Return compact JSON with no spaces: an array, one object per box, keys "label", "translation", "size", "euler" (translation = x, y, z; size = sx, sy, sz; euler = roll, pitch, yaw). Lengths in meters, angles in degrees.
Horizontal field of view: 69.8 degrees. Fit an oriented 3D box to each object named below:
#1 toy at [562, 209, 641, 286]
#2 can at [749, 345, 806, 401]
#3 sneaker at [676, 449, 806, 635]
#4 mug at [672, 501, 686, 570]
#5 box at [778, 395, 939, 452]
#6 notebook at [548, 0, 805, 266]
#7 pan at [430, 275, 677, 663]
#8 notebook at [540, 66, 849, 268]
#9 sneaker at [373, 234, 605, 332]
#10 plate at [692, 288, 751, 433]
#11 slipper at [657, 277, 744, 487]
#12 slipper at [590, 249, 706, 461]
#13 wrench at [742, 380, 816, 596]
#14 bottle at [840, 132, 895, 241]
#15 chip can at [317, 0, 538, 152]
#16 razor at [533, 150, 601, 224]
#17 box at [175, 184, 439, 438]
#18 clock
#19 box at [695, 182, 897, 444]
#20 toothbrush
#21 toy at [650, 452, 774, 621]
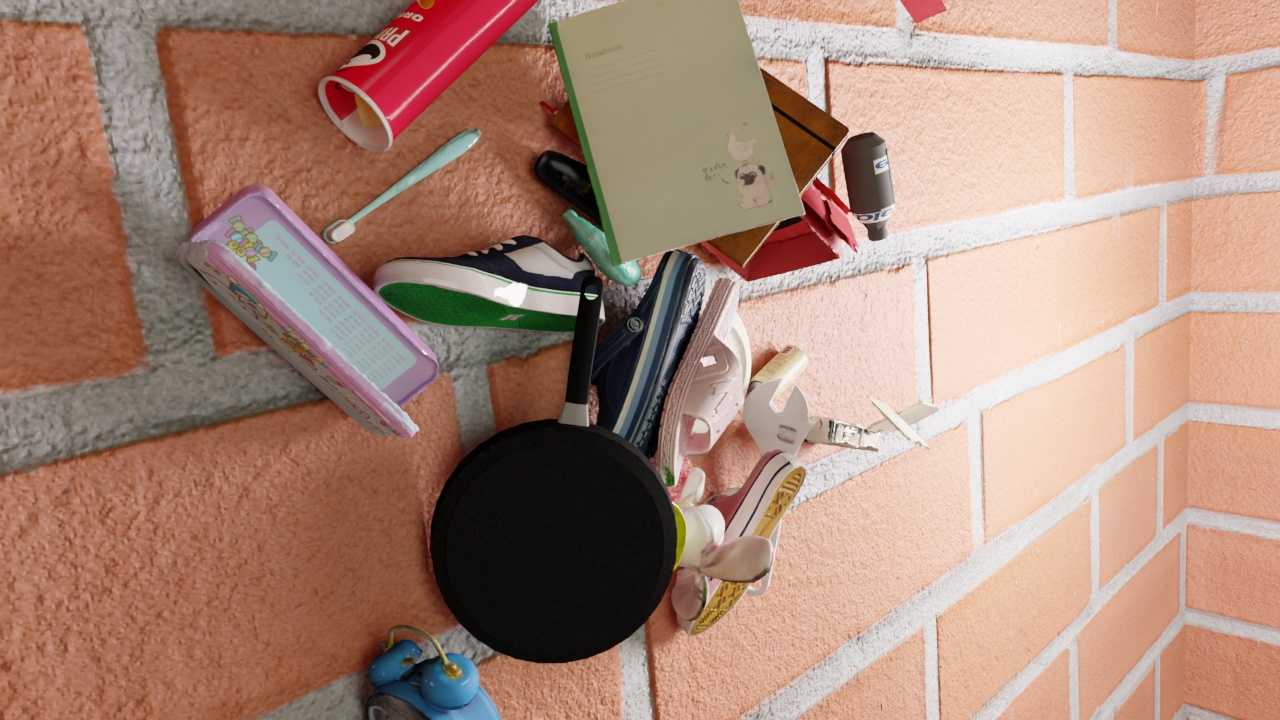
[{"label":"toy","translation":[-0.032,-0.106,0.891],"size":[0.033,0.085,0.105],"euler":[-41,169,11]},{"label":"can","translation":[0.171,0.017,1.137],"size":[0.079,0.038,0.038],"euler":[-40,120,-34]},{"label":"sneaker","translation":[0.096,0.199,1.052],"size":[0.118,0.088,0.241],"euler":[18,103,-55]},{"label":"mug","translation":[-0.019,0.170,0.921],"size":[0.082,0.106,0.082],"euler":[-5,98,-43]},{"label":"box","translation":[0.272,0.075,1.132],"size":[0.143,0.192,0.069],"euler":[13,83,-51]},{"label":"notebook","translation":[0.030,-0.228,0.854],"size":[0.010,0.182,0.252],"euler":[57,18,-79]},{"label":"pan","translation":[-0.067,0.101,0.823],"size":[0.225,0.034,0.356],"euler":[8,96,-8]},{"label":"notebook","translation":[0.053,-0.230,0.867],"size":[0.178,0.249,0.014],"euler":[-51,169,-3]},{"label":"sneaker","translation":[-0.131,-0.077,0.815],"size":[0.234,0.084,0.079],"euler":[5,74,-46]},{"label":"plate","translation":[0.072,0.008,1.044],"size":[0.182,0.034,0.182],"euler":[-5,97,-44]},{"label":"slipper","translation":[0.076,0.020,0.943],"size":[0.094,0.064,0.238],"euler":[79,28,-59]},{"label":"slipper","translation":[-0.005,0.005,0.932],"size":[0.105,0.095,0.252],"euler":[46,63,-76]},{"label":"wrench","translation":[0.149,0.156,1.111],"size":[0.018,0.087,0.273],"euler":[-23,126,-67]},{"label":"bottle","translation":[0.239,-0.179,0.954],"size":[0.046,0.047,0.112],"euler":[-33,118,-37]},{"label":"chip can","translation":[-0.166,-0.270,0.763],"size":[0.220,0.069,0.069],"euler":[-54,127,-26]},{"label":"razor","translation":[-0.041,-0.166,0.913],"size":[0.151,0.067,0.054],"euler":[24,109,-30]},{"label":"box","translation":[-0.249,-0.026,0.700],"size":[0.214,0.077,0.096],"euler":[51,29,-34]},{"label":"clock","translation":[-0.176,0.296,0.776],"size":[0.060,0.117,0.161],"euler":[-35,122,-48]},{"label":"box","translation":[0.127,-0.075,0.934],"size":[0.213,0.153,0.324],"euler":[31,42,-43]},{"label":"toothbrush","translation":[-0.198,-0.152,0.781],"size":[0.180,0.017,0.016],"euler":[-47,123,-32]},{"label":"toy","translation":[0.047,0.168,0.971],"size":[0.084,0.160,0.194],"euler":[-4,57,-42]}]
